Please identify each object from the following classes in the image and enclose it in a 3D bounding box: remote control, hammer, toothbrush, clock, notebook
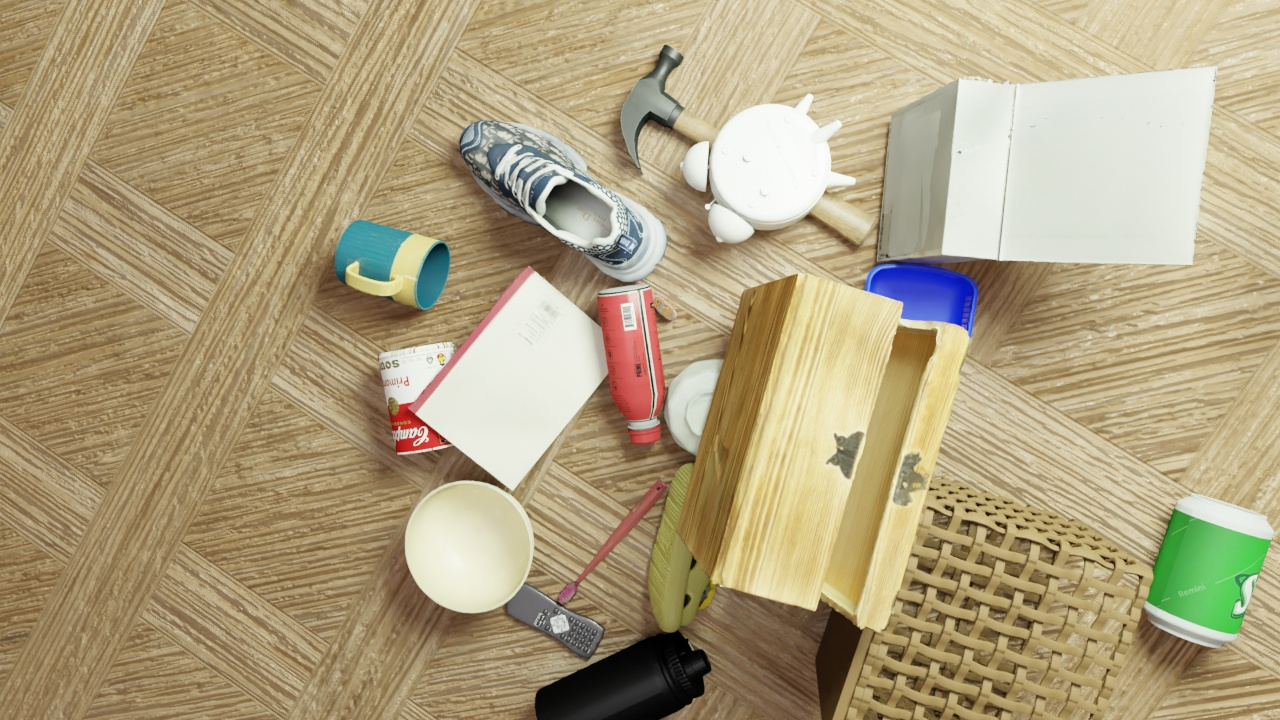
[{"bbox_3d":[-0.104,0.308,1.093,0.124,0.009,0.046,28,97,6],"label":"remote control"},{"bbox_3d":[0.119,-0.216,1.018,0.305,0.040,0.132,32,94,5],"label":"hammer"},{"bbox_3d":[-0.034,0.214,1.073,0.016,0.016,0.190,41,98,5],"label":"toothbrush"},{"bbox_3d":[0.133,-0.203,0.963,0.161,0.073,0.125,-26,87,3],"label":"clock"},{"bbox_3d":[-0.136,0.020,1.036,0.153,0.012,0.208,41,82,-10],"label":"notebook"},{"bbox_3d":[-0.027,-0.112,1.056,0.184,0.015,0.015,44,96,6],"label":"toothbrush"}]

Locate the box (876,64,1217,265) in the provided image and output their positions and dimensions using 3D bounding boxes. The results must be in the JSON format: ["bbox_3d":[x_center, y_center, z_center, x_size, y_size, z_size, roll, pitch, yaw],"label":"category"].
[{"bbox_3d":[0.377,-0.168,0.792,0.119,0.479,0.166,2,94,-29],"label":"box"}]

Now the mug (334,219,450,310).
[{"bbox_3d":[-0.290,-0.107,1.047,0.107,0.113,0.083,19,118,9],"label":"mug"}]

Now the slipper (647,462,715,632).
[{"bbox_3d":[0.061,0.210,1.034,0.081,0.092,0.190,10,94,-17],"label":"slipper"}]

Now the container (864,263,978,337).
[{"bbox_3d":[0.294,-0.053,0.987,0.114,0.058,0.096,8,94,8],"label":"container"}]

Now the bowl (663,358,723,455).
[{"bbox_3d":[0.081,0.058,1.025,0.117,0.061,0.117,1,94,8],"label":"bowl"}]

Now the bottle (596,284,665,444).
[{"bbox_3d":[-0.006,0.006,1.030,0.062,0.062,0.176,-7,99,9],"label":"bottle"}]

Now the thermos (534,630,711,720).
[{"bbox_3d":[-0.013,0.374,1.044,0.199,0.086,0.086,-28,89,9],"label":"thermos"}]

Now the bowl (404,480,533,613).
[{"bbox_3d":[-0.189,0.208,1.067,0.151,0.075,0.151,1,94,9],"label":"bowl"}]

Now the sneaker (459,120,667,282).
[{"bbox_3d":[-0.098,-0.186,0.998,0.269,0.132,0.103,36,97,11],"label":"sneaker"}]

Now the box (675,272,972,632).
[{"bbox_3d":[0.153,0.077,0.884,0.168,0.245,0.279,14,90,-9],"label":"box"}]

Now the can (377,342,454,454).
[{"bbox_3d":[-0.250,0.043,1.062,0.087,0.086,0.116,-10,92,9],"label":"can"}]

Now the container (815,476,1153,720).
[{"bbox_3d":[0.320,0.264,0.918,0.214,0.219,0.251,18,95,7],"label":"container"}]

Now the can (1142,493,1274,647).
[{"bbox_3d":[0.581,0.214,0.943,0.088,0.087,0.140,17,95,7],"label":"can"}]
